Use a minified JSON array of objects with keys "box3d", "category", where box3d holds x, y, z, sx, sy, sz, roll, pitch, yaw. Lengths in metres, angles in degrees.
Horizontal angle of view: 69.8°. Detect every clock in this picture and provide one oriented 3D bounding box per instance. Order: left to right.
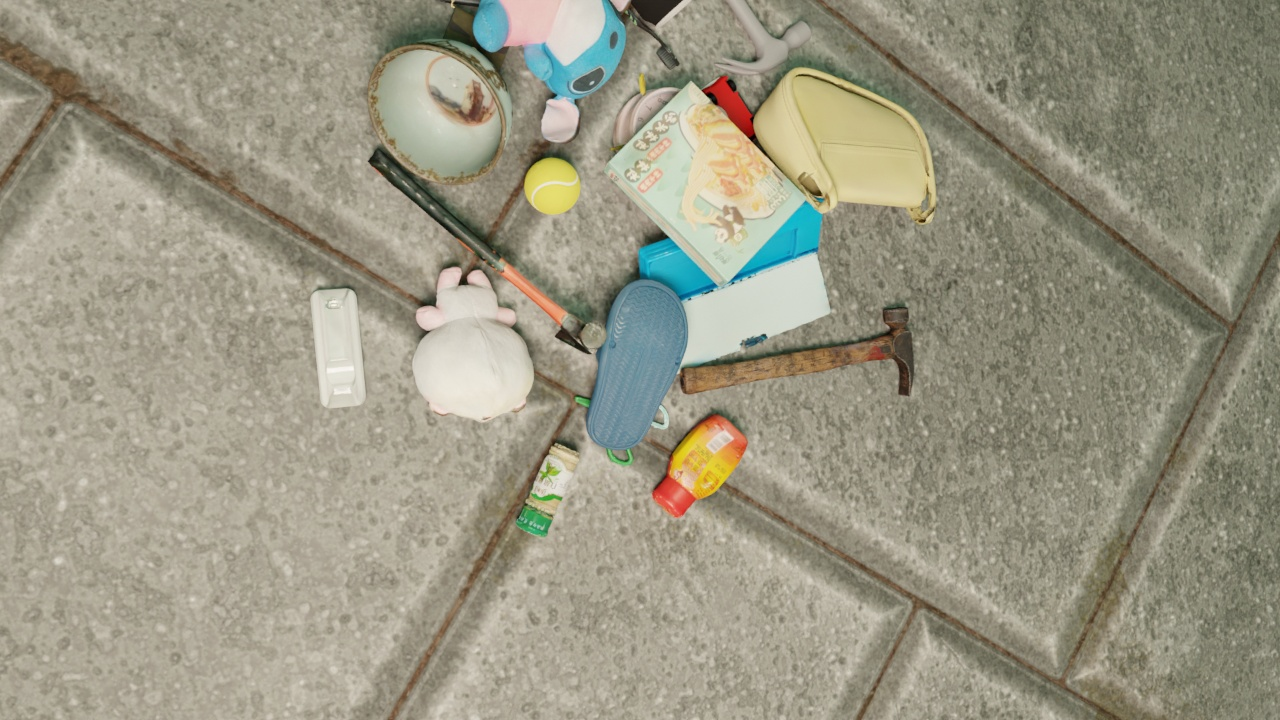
[{"box3d":[0.047,-0.268,1.118,0.158,0.059,0.116,20,86,-17],"category":"clock"}]

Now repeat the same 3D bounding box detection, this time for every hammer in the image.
[{"box3d":[-0.175,-0.123,1.038,0.333,0.133,0.033,41,83,-5],"category":"hammer"},{"box3d":[0.082,-0.495,1.138,0.125,0.029,0.311,-39,101,-12],"category":"hammer"},{"box3d":[0.208,0.011,1.183,0.329,0.033,0.120,-9,95,-18],"category":"hammer"}]

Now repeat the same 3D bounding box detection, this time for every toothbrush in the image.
[{"box3d":[-0.020,-0.428,1.117,0.017,0.014,0.188,-45,103,-3],"category":"toothbrush"}]

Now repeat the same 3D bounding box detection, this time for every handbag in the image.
[{"box3d":[-0.167,-0.419,1.051,0.084,0.027,0.178,21,96,-18],"category":"handbag"},{"box3d":[0.257,-0.257,1.142,0.232,0.089,0.190,0,70,-30],"category":"handbag"}]

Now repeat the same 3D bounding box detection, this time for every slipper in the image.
[{"box3d":[-0.006,0.006,1.097,0.103,0.059,0.214,11,105,-16],"category":"slipper"}]

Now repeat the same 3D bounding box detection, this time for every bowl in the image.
[{"box3d":[-0.208,-0.286,1.013,0.160,0.160,0.093,36,41,-14],"category":"bowl"}]

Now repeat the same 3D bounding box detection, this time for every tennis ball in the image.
[{"box3d":[-0.103,-0.204,1.072,0.065,0.065,0.065,0,92,-16],"category":"tennis ball"}]

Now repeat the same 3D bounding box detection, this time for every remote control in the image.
[{"box3d":[-0.339,-0.014,1.031,0.050,0.022,0.133,-6,93,-16],"category":"remote control"}]

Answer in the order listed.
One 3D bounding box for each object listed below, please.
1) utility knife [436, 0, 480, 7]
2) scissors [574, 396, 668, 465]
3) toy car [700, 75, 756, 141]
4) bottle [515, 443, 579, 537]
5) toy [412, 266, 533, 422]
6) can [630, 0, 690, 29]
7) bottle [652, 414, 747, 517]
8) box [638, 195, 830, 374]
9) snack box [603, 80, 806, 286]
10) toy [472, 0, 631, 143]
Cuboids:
[{"box3d":[-0.167,-0.423,1.072,0.174,0.020,0.029,0,90,-15],"category":"utility knife"},{"box3d":[-0.018,0.065,1.133,0.123,0.012,0.127,-17,98,-16],"category":"scissors"},{"box3d":[0.114,-0.313,1.154,0.038,0.025,0.089,-37,102,-13],"category":"toy car"},{"box3d":[-0.109,0.154,1.095,0.042,0.043,0.110,26,84,-16],"category":"bottle"},{"box3d":[-0.191,-0.020,1.041,0.138,0.102,0.179,-4,75,-28],"category":"toy"},{"box3d":[0.000,-0.475,1.086,0.080,0.080,0.146,-43,102,-11],"category":"can"},{"box3d":[0.071,0.134,1.142,0.071,0.048,0.134,43,80,-13],"category":"bottle"},{"box3d":[0.120,-0.102,1.153,0.243,0.060,0.176,-21,121,-15],"category":"box"},{"box3d":[0.075,-0.203,1.063,0.193,0.044,0.141,45,78,-5],"category":"snack box"},{"box3d":[-0.100,-0.368,1.036,0.191,0.099,0.224,19,93,-40],"category":"toy"}]
